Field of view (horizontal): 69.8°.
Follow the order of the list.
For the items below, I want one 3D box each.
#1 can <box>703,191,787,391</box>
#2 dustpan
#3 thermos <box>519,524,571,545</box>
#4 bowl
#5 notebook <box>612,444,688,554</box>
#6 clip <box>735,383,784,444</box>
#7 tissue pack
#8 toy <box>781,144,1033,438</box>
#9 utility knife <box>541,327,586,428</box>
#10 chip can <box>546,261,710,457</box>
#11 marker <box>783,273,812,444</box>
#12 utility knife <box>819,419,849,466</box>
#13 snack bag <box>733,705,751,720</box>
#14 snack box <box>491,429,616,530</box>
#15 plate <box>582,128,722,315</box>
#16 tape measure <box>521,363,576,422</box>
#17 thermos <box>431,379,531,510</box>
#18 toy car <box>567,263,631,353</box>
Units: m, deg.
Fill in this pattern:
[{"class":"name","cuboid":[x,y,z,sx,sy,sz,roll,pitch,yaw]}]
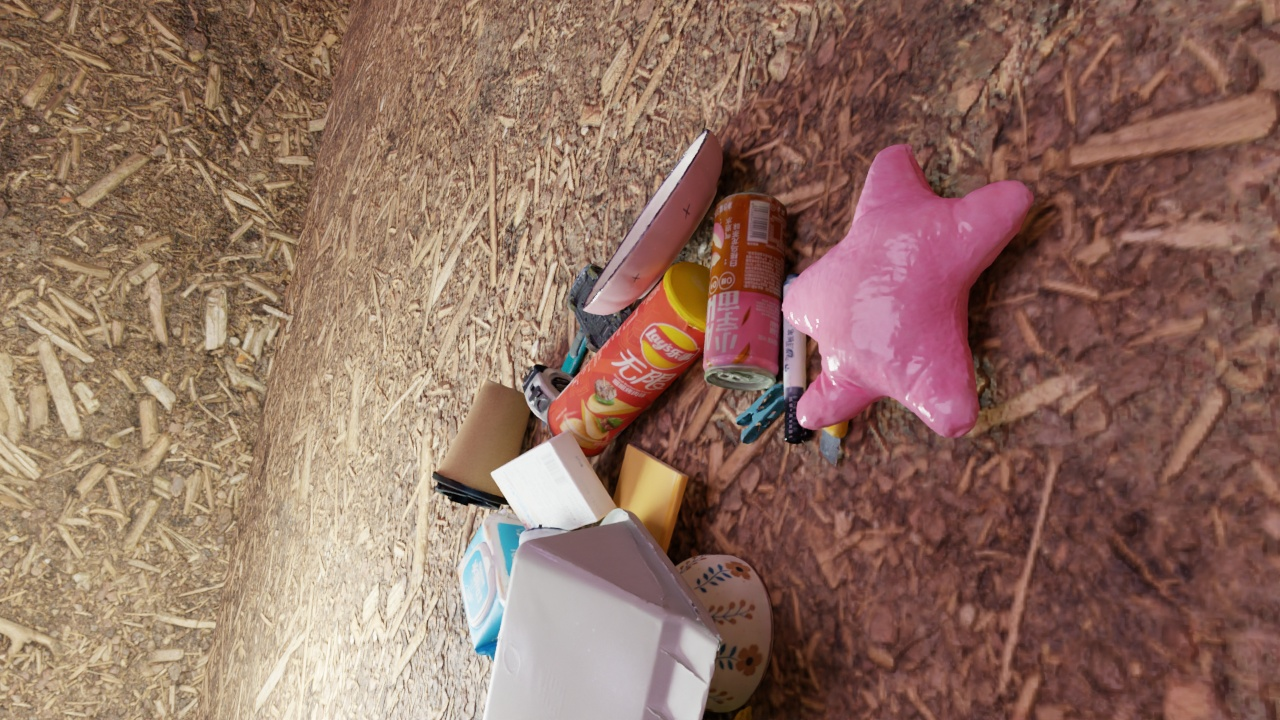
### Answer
[{"class":"can","cuboid":[0.082,-0.054,0.713,0.058,0.057,0.147,-18,61,55]},{"class":"dustpan","cuboid":[-0.012,0.227,0.671,0.258,0.142,0.223,22,104,44]},{"class":"thermos","cuboid":[-0.092,0.261,0.818,0.070,0.070,0.220,-37,39,46]},{"class":"bowl","cuboid":[0.037,0.197,0.670,0.114,0.062,0.113,-30,54,51]},{"class":"notebook","cuboid":[-0.015,0.182,0.782,0.146,0.010,0.206,-166,91,-72]},{"class":"clip","cuboid":[0.093,0.040,0.696,0.057,0.014,0.046,-52,35,35]},{"class":"tissue pack","cuboid":[-0.144,0.231,0.948,0.090,0.063,0.140,-58,34,25]},{"class":"toy","cuboid":[0.152,-0.047,0.578,0.179,0.074,0.194,4,76,54]},{"class":"utility knife","cuboid":[-0.075,0.005,0.987,0.160,0.013,0.029,-65,32,17]},{"class":"chip can","cuboid":[-0.005,0.005,0.815,0.217,0.073,0.073,-45,41,39]},{"class":"marker","cuboid":[0.116,-0.003,0.676,0.023,0.018,0.130,-8,68,31]},{"class":"utility knife","cuboid":[0.143,-0.013,0.635,0.033,0.015,0.173,-1,76,61]},{"class":"snack bag","cuboid":[0.073,0.352,0.533,0.158,0.068,0.246,-61,33,23]},{"class":"snack box","cuboid":[-0.087,0.123,0.879,0.084,0.026,0.157,58,147,0]},{"class":"plate","cuboid":[0.017,-0.114,0.814,0.192,0.039,0.192,-54,9,12]},{"class":"tape measure","cuboid":[-0.083,0.038,0.933,0.034,0.065,0.066,-57,33,23]},{"class":"thermos","cuboid":[-0.174,0.098,1.041,0.093,0.093,0.143,6,74,59]},{"class":"toy car","cuboid":[-0.039,-0.050,0.927,0.054,0.036,0.120,-57,38,22]}]
